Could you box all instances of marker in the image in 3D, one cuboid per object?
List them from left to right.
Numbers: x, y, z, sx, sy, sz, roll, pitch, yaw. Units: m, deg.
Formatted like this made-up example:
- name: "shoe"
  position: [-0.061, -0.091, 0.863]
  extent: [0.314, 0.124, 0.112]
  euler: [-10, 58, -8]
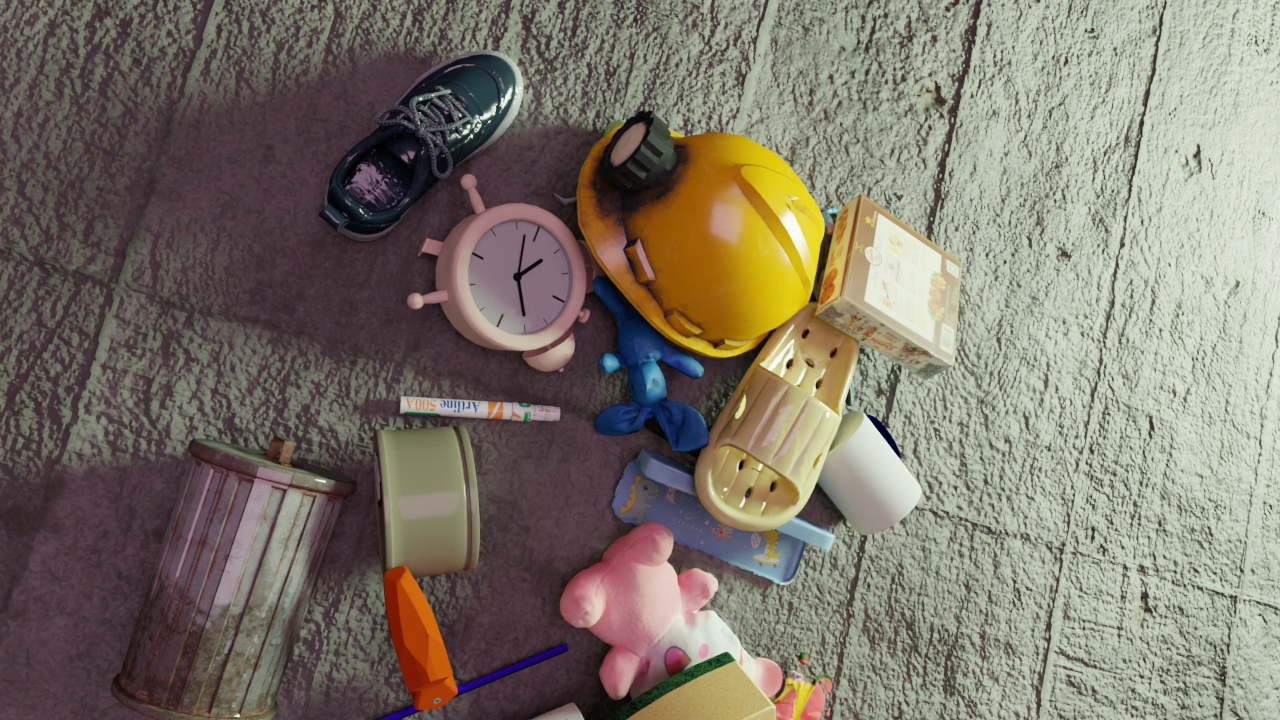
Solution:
- name: "marker"
  position: [-0.147, 0.045, 0.846]
  extent: [0.145, 0.017, 0.017]
  euler: [4, 85, -16]

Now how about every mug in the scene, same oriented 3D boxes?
- name: "mug"
  position: [-0.094, 0.359, 0.805]
  extent: [0.105, 0.082, 0.082]
  euler: [-17, 91, -18]
- name: "mug"
  position: [0.228, 0.103, 0.929]
  extent: [0.097, 0.079, 0.111]
  euler: [51, 46, -7]

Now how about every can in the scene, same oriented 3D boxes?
- name: "can"
  position: [-0.182, 0.119, 0.772]
  extent: [0.073, 0.128, 0.127]
  euler: [-4, 87, -19]

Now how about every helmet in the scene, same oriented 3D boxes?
- name: "helmet"
  position: [0.083, -0.123, 0.824]
  extent: [0.255, 0.132, 0.204]
  euler: [34, 58, -31]

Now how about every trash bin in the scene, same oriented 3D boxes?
- name: "trash bin"
  position: [-0.317, 0.164, 0.728]
  extent: [0.130, 0.131, 0.211]
  euler: [18, 82, -15]

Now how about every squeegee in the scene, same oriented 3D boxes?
- name: "squeegee"
  position: [-0.182, 0.240, 0.759]
  extent: [0.249, 0.055, 0.185]
  euler: [-18, 127, -17]

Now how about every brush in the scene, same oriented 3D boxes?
- name: "brush"
  position: [0.047, 0.398, 0.794]
  extent: [0.194, 0.075, 0.250]
  euler: [-30, 120, -13]

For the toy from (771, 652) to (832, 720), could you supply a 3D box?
- name: "toy"
  position: [0.152, 0.347, 0.901]
  extent: [0.084, 0.046, 0.103]
  euler: [-11, 94, -31]

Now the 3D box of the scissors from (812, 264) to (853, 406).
- name: "scissors"
  position: [0.199, -0.019, 0.954]
  extent: [0.149, 0.019, 0.131]
  euler: [43, 73, -8]

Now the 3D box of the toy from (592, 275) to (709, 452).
- name: "toy"
  position: [-0.005, 0.005, 0.853]
  extent: [0.113, 0.071, 0.176]
  euler: [-15, 90, 16]

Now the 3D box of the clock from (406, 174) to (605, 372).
- name: "clock"
  position: [-0.119, -0.074, 0.840]
  extent: [0.160, 0.086, 0.131]
  euler: [26, 78, -23]

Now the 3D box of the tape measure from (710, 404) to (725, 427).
- name: "tape measure"
  position: [0.104, 0.066, 0.906]
  extent: [0.058, 0.036, 0.065]
  euler: [-44, 86, 2]

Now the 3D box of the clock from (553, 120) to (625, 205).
- name: "clock"
  position: [-0.013, -0.177, 0.889]
  extent: [0.094, 0.043, 0.119]
  euler: [42, 75, -11]

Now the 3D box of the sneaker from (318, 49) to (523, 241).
- name: "sneaker"
  position: [-0.193, -0.199, 0.813]
  extent: [0.089, 0.087, 0.235]
  euler: [42, 76, -10]

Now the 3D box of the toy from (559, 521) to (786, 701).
- name: "toy"
  position: [0.026, 0.262, 0.847]
  extent: [0.141, 0.084, 0.213]
  euler: [-40, 96, -15]

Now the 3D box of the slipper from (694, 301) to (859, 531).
- name: "slipper"
  position: [0.147, 0.042, 0.856]
  extent: [0.111, 0.079, 0.260]
  euler: [35, 61, -6]

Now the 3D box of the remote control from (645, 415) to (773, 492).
- name: "remote control"
  position: [0.074, 0.090, 0.884]
  extent: [0.147, 0.015, 0.033]
  euler: [31, 120, 3]

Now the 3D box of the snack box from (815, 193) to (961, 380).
- name: "snack box"
  position: [0.256, -0.075, 0.931]
  extent: [0.147, 0.041, 0.142]
  euler: [29, 55, -16]

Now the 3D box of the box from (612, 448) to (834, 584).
- name: "box"
  position: [0.077, 0.159, 0.884]
  extent: [0.210, 0.072, 0.079]
  euler: [25, 93, -15]

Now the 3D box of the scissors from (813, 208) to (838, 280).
- name: "scissors"
  position: [0.161, -0.136, 0.952]
  extent: [0.138, 0.015, 0.119]
  euler: [24, 71, -10]
